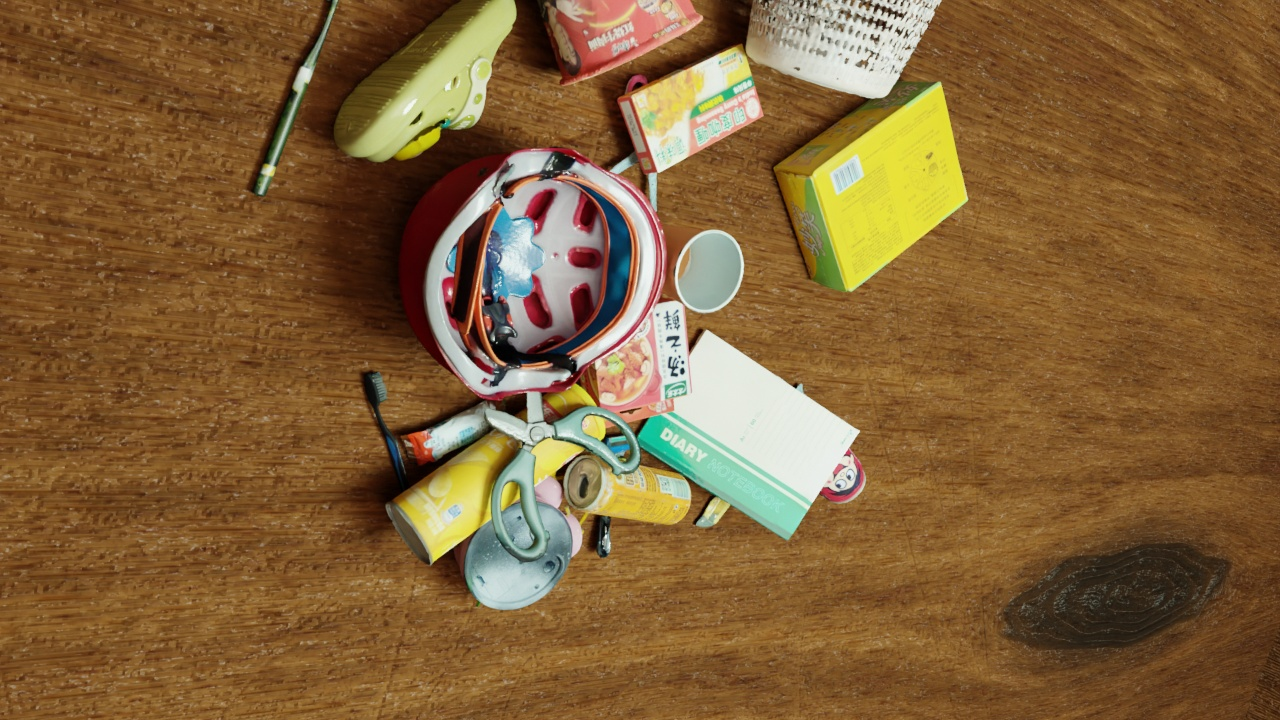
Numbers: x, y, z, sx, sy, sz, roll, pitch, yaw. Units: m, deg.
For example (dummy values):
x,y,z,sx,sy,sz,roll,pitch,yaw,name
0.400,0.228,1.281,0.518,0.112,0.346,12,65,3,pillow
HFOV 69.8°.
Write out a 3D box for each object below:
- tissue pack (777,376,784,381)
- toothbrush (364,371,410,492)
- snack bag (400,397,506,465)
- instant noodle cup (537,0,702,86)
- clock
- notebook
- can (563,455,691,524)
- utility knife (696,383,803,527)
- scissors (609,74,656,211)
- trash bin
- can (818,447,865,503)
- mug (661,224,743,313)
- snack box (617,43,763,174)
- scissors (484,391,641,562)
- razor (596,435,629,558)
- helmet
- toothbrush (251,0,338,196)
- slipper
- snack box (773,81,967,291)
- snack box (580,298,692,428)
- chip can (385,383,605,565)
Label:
x,y,z,sx,sy,sz,roll,pitch,yaw,name
0.167,0.084,1.063,0.140,0.063,0.090,36,84,-6,tissue pack
-0.227,0.095,0.864,0.016,0.014,0.190,-38,127,-45,toothbrush
-0.176,0.067,0.879,0.104,0.026,0.048,-28,143,-23,snack bag
-0.030,-0.314,0.787,0.137,0.138,0.108,-34,113,-20,instant noodle cup
-0.118,0.176,0.934,0.158,0.060,0.117,-33,120,-18,clock
0.118,0.084,1.019,0.209,0.012,0.150,33,89,-5,notebook
-0.011,0.137,0.960,0.146,0.058,0.058,19,95,-47,can
0.135,0.116,1.109,0.031,0.022,0.213,42,77,-41,utility knife
0.016,-0.216,0.913,0.135,0.017,0.133,-15,110,-34,scissors
0.200,-0.366,0.880,0.227,0.227,0.192,1,118,-33,trash bin
0.233,0.129,1.140,0.066,0.066,0.094,-49,125,-10,can
0.033,-0.097,0.900,0.078,0.123,0.078,-11,110,-31,mug
0.052,-0.249,0.904,0.155,0.027,0.077,-34,115,-30,snack box
-0.081,0.108,0.852,0.170,0.019,0.178,24,76,-30,scissors
-0.035,0.148,1.001,0.042,0.022,0.143,-5,107,-43,razor
-0.107,-0.084,0.806,0.239,0.144,0.207,-13,112,-41,helmet
-0.274,-0.219,0.729,0.017,0.012,0.186,20,94,-30,toothbrush
-0.162,-0.223,0.755,0.190,0.092,0.081,-50,127,-13,slipper
0.268,-0.201,1.051,0.209,0.070,0.158,-37,122,-18,snack box
-0.006,0.006,0.947,0.113,0.044,0.127,-13,102,-30,snack box
-0.134,0.102,0.873,0.212,0.072,0.072,-35,122,-28,chip can
